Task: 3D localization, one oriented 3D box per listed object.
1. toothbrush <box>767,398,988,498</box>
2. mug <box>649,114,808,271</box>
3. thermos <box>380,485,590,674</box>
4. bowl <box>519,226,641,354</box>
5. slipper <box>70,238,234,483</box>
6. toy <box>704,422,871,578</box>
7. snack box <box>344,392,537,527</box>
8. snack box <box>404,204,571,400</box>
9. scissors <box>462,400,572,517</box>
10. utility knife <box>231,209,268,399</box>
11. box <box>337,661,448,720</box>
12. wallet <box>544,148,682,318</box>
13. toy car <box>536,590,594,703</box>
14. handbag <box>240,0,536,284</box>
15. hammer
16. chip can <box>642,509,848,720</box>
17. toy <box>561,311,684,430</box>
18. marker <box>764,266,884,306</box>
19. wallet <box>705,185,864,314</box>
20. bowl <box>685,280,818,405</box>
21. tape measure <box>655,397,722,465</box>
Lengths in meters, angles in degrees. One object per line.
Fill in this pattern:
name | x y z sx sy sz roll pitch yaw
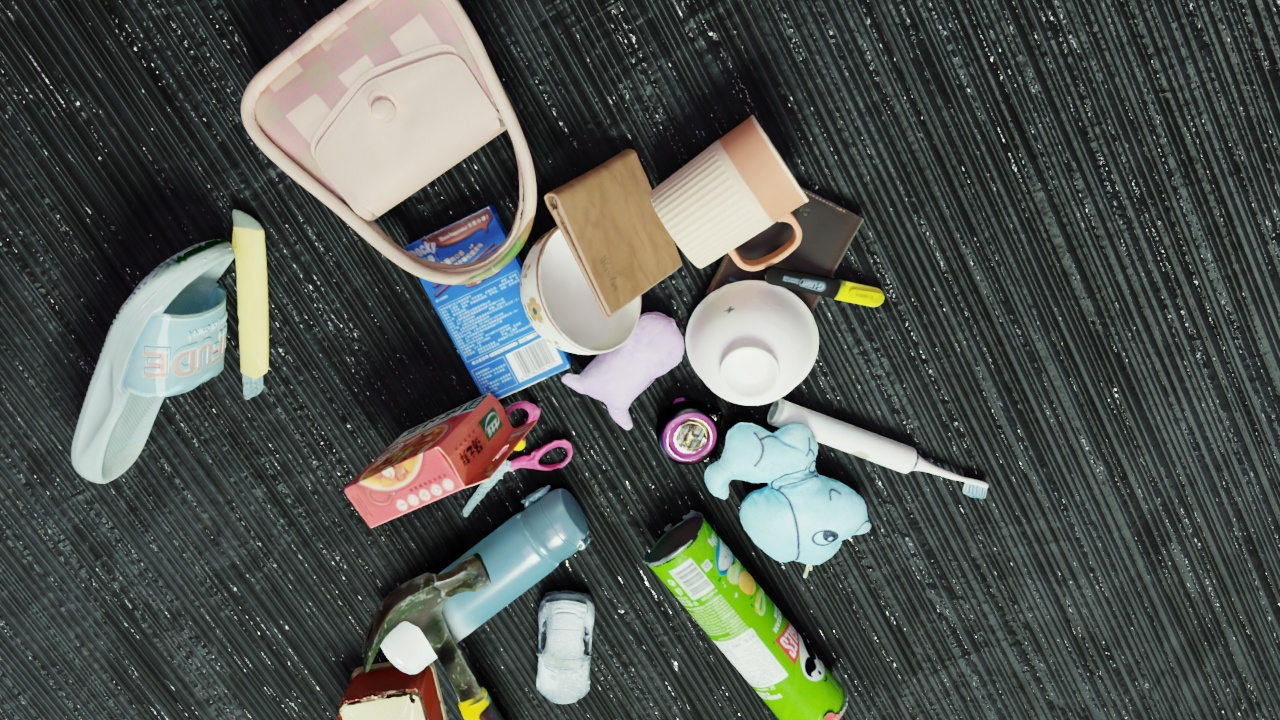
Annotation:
toothbrush | 0.224 0.084 0.851 0.221 0.027 0.026 20 81 -7
mug | 0.081 -0.126 0.765 0.106 0.081 0.114 -33 114 15
thermos | -0.144 0.202 0.853 0.220 0.070 0.070 -39 102 7
bowl | -0.059 -0.057 0.781 0.062 0.113 0.113 -13 109 47
slipper | -0.406 0.008 0.780 0.074 0.104 0.246 30 106 -5
toy | 0.137 0.129 0.844 0.161 0.049 0.156 0 112 -5
snack box | -0.167 0.078 0.779 0.127 0.113 0.044 -24 103 21
snack box | -0.133 -0.048 0.809 0.084 0.026 0.157 -24 103 6
scissors | -0.121 0.102 0.855 0.096 0.017 0.137 32 105 -16
utility knife | -0.344 -0.045 0.809 0.031 0.019 0.173 6 103 1
box | -0.232 0.385 0.887 0.091 0.079 0.168 -10 103 0
wallet | -0.019 -0.108 0.771 0.101 0.020 0.115 -39 110 -36
toy car | -0.073 0.279 0.888 0.054 0.036 0.121 3 107 -3
handbag | -0.181 -0.171 0.742 0.193 0.093 0.234 -33 101 8
hammer | -0.153 0.323 0.851 0.126 0.032 0.324 -23 121 -10
chip can | 0.100 0.251 0.865 0.072 0.072 0.236 -38 102 7
toy | -0.005 0.005 0.820 0.108 0.039 0.084 -46 115 5
marker | 0.161 -0.064 0.798 0.124 0.015 0.018 9 104 -24
wallet | 0.126 -0.092 0.810 0.096 0.020 0.122 25 100 -7
bowl | 0.095 -0.003 0.792 0.118 0.064 0.118 3 118 6
tape measure | 0.043 0.064 0.835 0.058 0.039 0.057 4 106 -8
